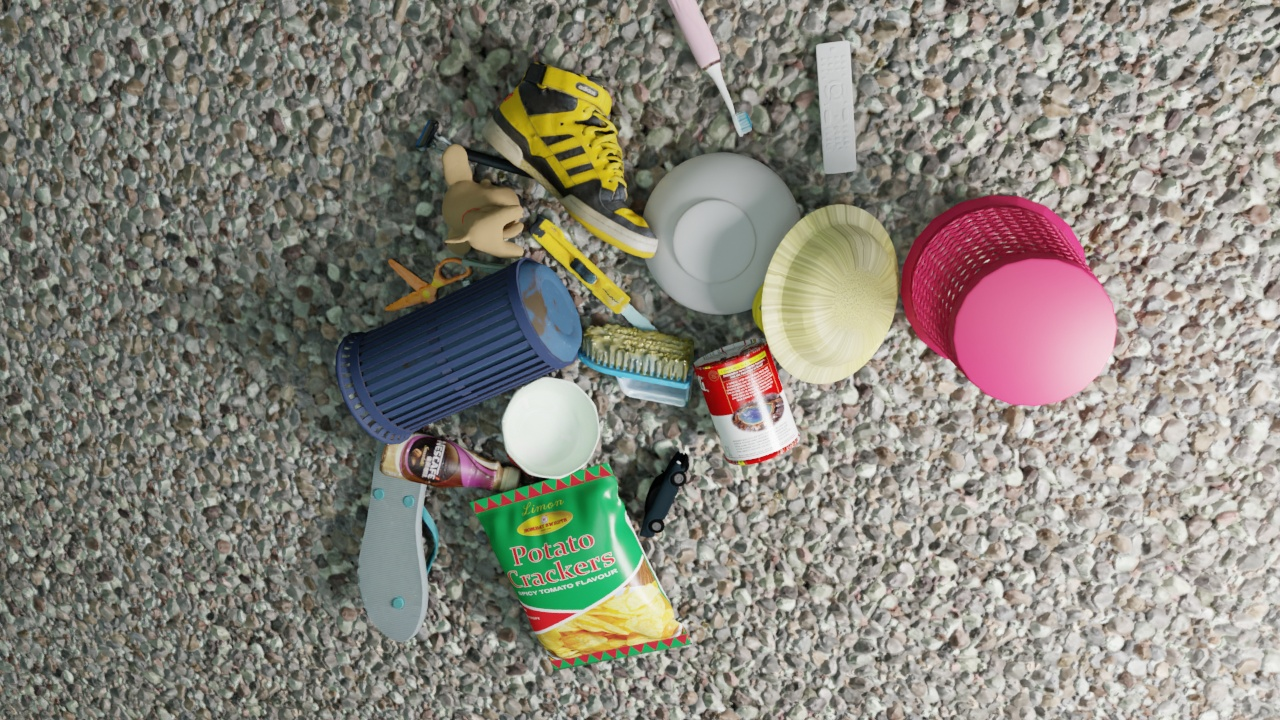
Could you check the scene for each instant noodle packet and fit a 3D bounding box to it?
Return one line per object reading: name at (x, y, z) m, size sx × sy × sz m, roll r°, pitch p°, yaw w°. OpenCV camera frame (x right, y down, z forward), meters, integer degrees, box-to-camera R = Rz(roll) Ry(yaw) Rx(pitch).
instant noodle packet at (-0.074, 0.257, 1.111) m, size 0.196 × 0.090 × 0.253 m, roll -18°, pitch 104°, yaw 22°

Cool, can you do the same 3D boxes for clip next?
clip at (-0.172, -0.107, 1.064) m, size 0.078 × 0.023 × 0.050 m, roll -11°, pitch 106°, yaw 8°

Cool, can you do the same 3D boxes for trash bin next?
trash bin at (-0.198, -0.013, 1.033) m, size 0.250 × 0.139 × 0.139 m, roll -23°, pitch 99°, yaw 17°

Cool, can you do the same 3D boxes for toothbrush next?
toothbrush at (0.060, -0.336, 0.950) m, size 0.027 × 0.027 × 0.222 m, roll -24°, pitch 100°, yaw 20°

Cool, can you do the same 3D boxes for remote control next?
remote control at (0.202, -0.260, 0.945) m, size 0.033 × 0.012 × 0.131 m, roll -4°, pitch 105°, yaw 11°

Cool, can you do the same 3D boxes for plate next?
plate at (0.207, -0.063, 0.926) m, size 0.184 × 0.036 × 0.184 m, roll -8°, pitch 106°, yaw -29°

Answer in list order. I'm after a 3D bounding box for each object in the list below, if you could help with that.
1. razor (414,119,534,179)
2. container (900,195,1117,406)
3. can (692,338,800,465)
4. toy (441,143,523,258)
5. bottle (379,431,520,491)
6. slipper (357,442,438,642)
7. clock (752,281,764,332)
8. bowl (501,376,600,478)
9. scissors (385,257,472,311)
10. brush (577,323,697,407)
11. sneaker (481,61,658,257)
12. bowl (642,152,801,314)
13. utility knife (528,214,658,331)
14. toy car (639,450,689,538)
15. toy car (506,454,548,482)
razor at (-0.181, -0.230, 1.038) m, size 0.144 × 0.022 × 0.042 m, roll 19°, pitch 69°, yaw 3°
container at (0.346, -0.051, 0.858) m, size 0.183 × 0.225 × 0.183 m, roll 3°, pitch 106°, yaw 12°
can at (0.117, 0.045, 1.011) m, size 0.087 × 0.086 × 0.116 m, roll -17°, pitch 100°, yaw 17°
toy at (-0.174, -0.158, 1.011) m, size 0.105 × 0.108 × 0.134 m, roll -10°, pitch 125°, yaw -21°
bottle at (-0.230, 0.129, 1.120) m, size 0.166 × 0.059 × 0.060 m, roll 15°, pitch 109°, yaw -9°
slipper at (-0.311, 0.225, 1.186) m, size 0.098 × 0.054 × 0.269 m, roll 4°, pitch 95°, yaw 14°
clock at (0.173, -0.045, 0.981) m, size 0.083 × 0.057 × 0.118 m, roll -41°, pitch 129°, yaw 7°
bowl at (-0.111, 0.080, 1.076) m, size 0.117 × 0.061 × 0.117 m, roll 2°, pitch 84°, yaw -20°
scissors at (-0.251, -0.075, 1.101) m, size 0.125 × 0.011 × 0.128 m, roll -19°, pitch 100°, yaw 16°
brush at (-0.006, 0.006, 1.048) m, size 0.136 × 0.055 × 0.075 m, roll 11°, pitch 127°, yaw 10°
sneaker at (-0.050, -0.220, 0.966) m, size 0.238 × 0.085 × 0.122 m, roll 40°, pitch 112°, yaw 10°
bowl at (0.082, -0.131, 0.980) m, size 0.177 × 0.066 × 0.177 m, roll 3°, pitch 106°, yaw 12°
utility knife at (-0.053, -0.095, 1.051) m, size 0.191 × 0.017 × 0.031 m, roll 41°, pitch 119°, yaw -4°
toy car at (0.026, 0.159, 1.086) m, size 0.034 × 0.046 × 0.112 m, roll 23°, pitch 111°, yaw 0°
toy car at (-0.123, 0.128, 1.119) m, size 0.091 × 0.036 × 0.042 m, roll 40°, pitch 111°, yaw 6°
